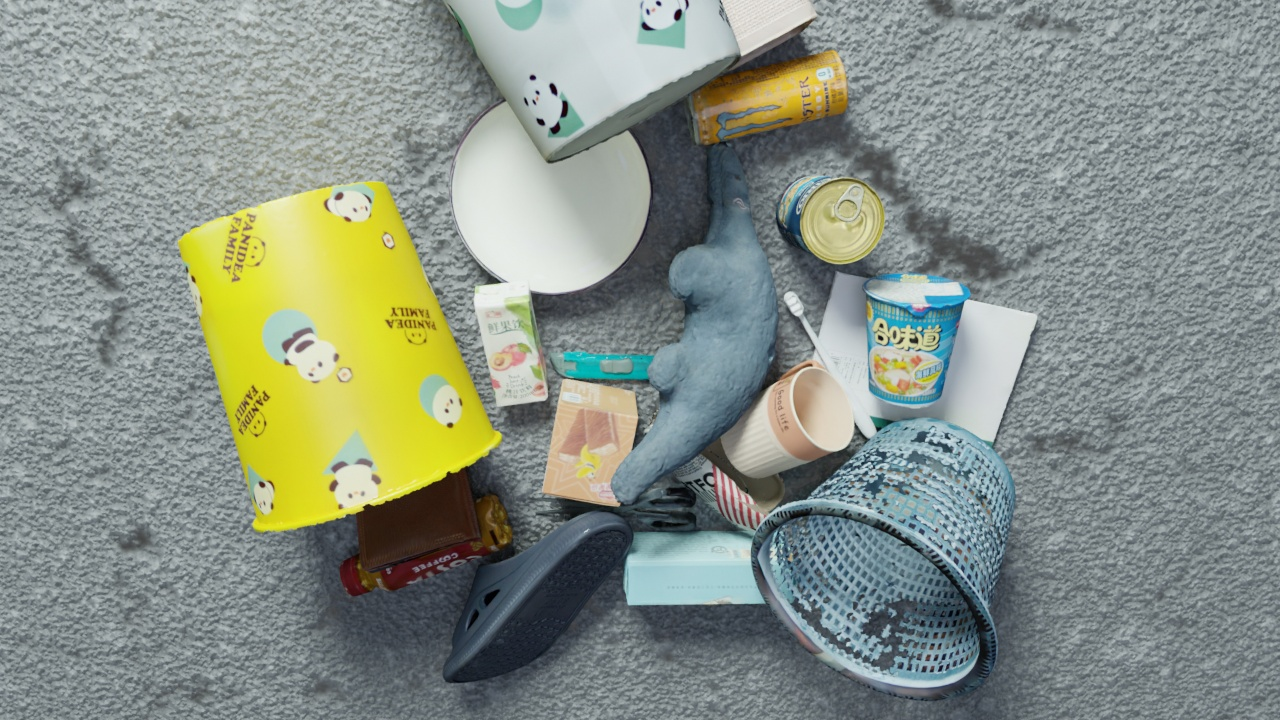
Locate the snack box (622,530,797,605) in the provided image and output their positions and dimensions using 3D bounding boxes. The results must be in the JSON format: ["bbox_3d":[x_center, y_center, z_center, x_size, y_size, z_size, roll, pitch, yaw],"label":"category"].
[{"bbox_3d":[0.070,0.213,0.949,0.175,0.074,0.052,0,102,-1],"label":"snack box"}]

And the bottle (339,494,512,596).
[{"bbox_3d":[-0.222,0.194,0.945,0.175,0.057,0.057,-22,103,3],"label":"bottle"}]

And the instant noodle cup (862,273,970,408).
[{"bbox_3d":[0.258,-0.018,0.882,0.099,0.099,0.110,-1,113,-1],"label":"instant noodle cup"}]

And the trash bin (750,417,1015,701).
[{"bbox_3d":[0.248,0.166,0.862,0.227,0.194,0.227,24,135,26],"label":"trash bin"}]

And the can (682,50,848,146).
[{"bbox_3d":[0.116,-0.243,0.853,0.146,0.058,0.058,-13,103,2],"label":"can"}]

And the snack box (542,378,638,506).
[{"bbox_3d":[-0.049,0.079,0.905,0.077,0.092,0.094,10,102,-4],"label":"snack box"}]

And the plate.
[{"bbox_3d":[-0.084,-0.160,0.877,0.192,0.039,0.192,0,103,-1],"label":"plate"}]

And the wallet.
[{"bbox_3d":[-0.225,0.150,0.919,0.124,0.032,0.101,-18,63,6],"label":"wallet"}]

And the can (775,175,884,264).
[{"bbox_3d":[0.173,-0.133,0.853,0.075,0.111,0.075,-1,103,-4],"label":"can"}]

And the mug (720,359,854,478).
[{"bbox_3d":[0.144,0.052,0.898,0.081,0.114,0.106,36,141,-19],"label":"mug"}]

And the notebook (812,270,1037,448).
[{"bbox_3d":[0.281,0.003,0.937,0.209,0.012,0.150,12,104,-3],"label":"notebook"}]

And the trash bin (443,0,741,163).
[{"bbox_3d":[-0.055,-0.313,0.734,0.230,0.229,0.252,-28,98,5],"label":"trash bin"}]

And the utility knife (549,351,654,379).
[{"bbox_3d":[-0.006,0.005,0.930,0.174,0.013,0.029,1,104,-2],"label":"utility knife"}]

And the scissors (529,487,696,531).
[{"bbox_3d":[-0.021,0.149,0.943,0.165,0.014,0.163,28,139,-27],"label":"scissors"}]

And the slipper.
[{"bbox_3d":[-0.113,0.232,0.947,0.110,0.083,0.269,18,120,-46],"label":"slipper"}]

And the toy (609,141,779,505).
[{"bbox_3d":[0.068,-0.029,0.868,0.137,0.091,0.356,19,81,-30],"label":"toy"}]

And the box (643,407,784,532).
[{"bbox_3d":[0.079,0.102,0.938,0.163,0.076,0.086,39,61,-9],"label":"box"}]

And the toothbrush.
[{"bbox_3d":[0.193,0.008,0.924,0.016,0.016,0.180,-30,103,14],"label":"toothbrush"}]

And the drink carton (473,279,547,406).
[{"bbox_3d":[-0.124,-0.017,0.886,0.053,0.045,0.123,-7,127,-2],"label":"drink carton"}]

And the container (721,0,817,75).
[{"bbox_3d":[0.088,-0.330,0.818,0.090,0.090,0.111,-27,99,5],"label":"container"}]

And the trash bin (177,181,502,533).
[{"bbox_3d":[-0.273,-0.009,0.820,0.229,0.229,0.255,-17,98,2],"label":"trash bin"}]
